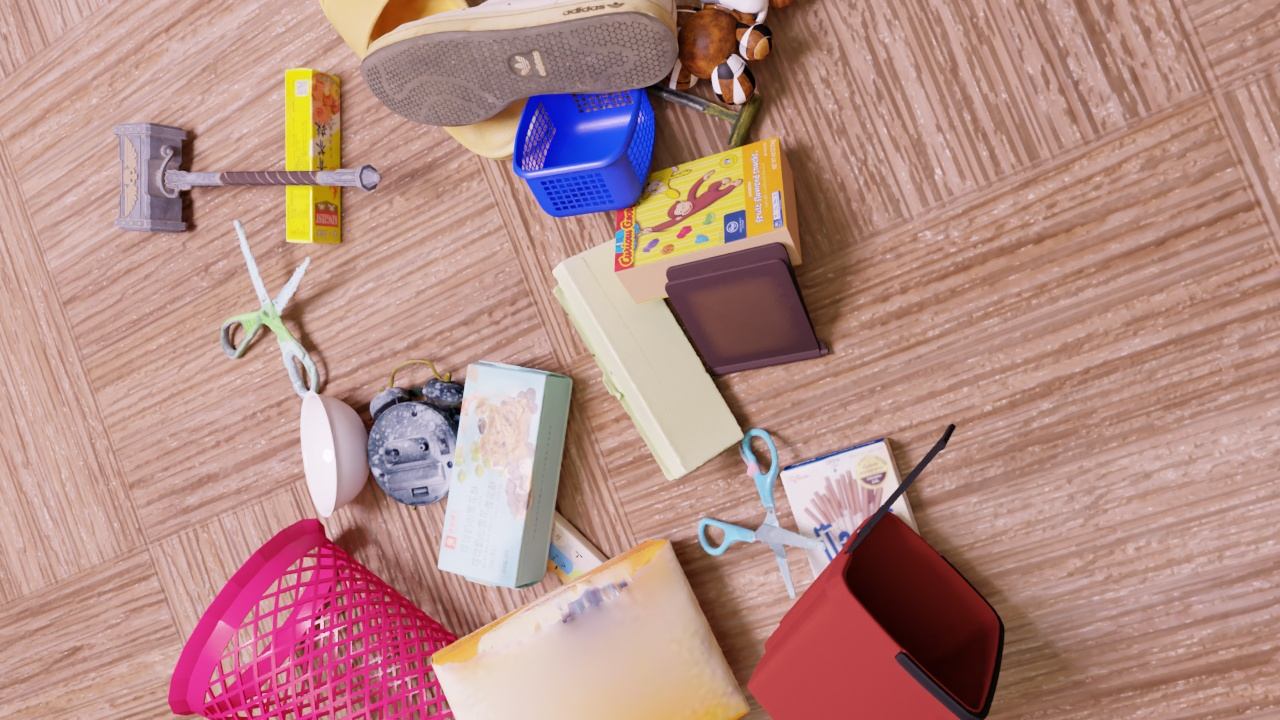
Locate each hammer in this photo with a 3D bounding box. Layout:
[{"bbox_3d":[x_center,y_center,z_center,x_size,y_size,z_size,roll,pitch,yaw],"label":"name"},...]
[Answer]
[{"bbox_3d":[-0.342,-0.157,0.792,0.323,0.044,0.098,6,97,30],"label":"hammer"}]

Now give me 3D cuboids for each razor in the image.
[{"bbox_3d":[0.037,-0.198,0.700,0.106,0.026,0.042,26,105,20],"label":"razor"}]

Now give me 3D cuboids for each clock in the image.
[{"bbox_3d":[-0.186,0.063,0.783,0.090,0.052,0.129,-11,92,20],"label":"clock"}]

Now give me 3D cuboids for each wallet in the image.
[{"bbox_3d":[0.078,-0.032,0.664,0.092,0.116,0.018,-11,49,19],"label":"wallet"}]

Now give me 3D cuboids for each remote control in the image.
[{"bbox_3d":[-0.045,0.174,0.762,0.125,0.018,0.038,42,106,10],"label":"remote control"}]

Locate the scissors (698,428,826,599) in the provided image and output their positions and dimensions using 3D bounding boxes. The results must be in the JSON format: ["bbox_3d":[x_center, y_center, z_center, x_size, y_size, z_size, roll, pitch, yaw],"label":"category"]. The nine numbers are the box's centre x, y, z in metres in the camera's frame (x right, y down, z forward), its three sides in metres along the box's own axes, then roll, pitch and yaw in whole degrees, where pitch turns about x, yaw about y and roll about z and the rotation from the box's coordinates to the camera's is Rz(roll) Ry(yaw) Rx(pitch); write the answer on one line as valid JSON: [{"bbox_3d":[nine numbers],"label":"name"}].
[{"bbox_3d":[0.082,0.123,0.687,0.126,0.015,0.136,-44,40,35],"label":"scissors"}]

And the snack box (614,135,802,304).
[{"bbox_3d":[0.048,-0.101,0.669,0.126,0.040,0.088,-13,54,20],"label":"snack box"}]

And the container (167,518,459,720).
[{"bbox_3d":[-0.230,0.267,0.762,0.226,0.183,0.183,29,103,7],"label":"container"}]

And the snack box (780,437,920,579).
[{"bbox_3d":[0.166,0.140,0.680,0.082,0.026,0.150,-18,88,20],"label":"snack box"}]

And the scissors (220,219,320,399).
[{"bbox_3d":[-0.327,-0.039,0.824,0.172,0.023,0.168,-35,88,38],"label":"scissors"}]

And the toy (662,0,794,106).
[{"bbox_3d":[0.065,-0.248,0.660,0.087,0.067,0.112,25,72,27],"label":"toy"}]

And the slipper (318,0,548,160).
[{"bbox_3d":[-0.184,-0.264,0.741,0.263,0.078,0.100,45,107,9],"label":"slipper"}]

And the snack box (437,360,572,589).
[{"bbox_3d":[-0.109,0.091,0.745,0.075,0.053,0.174,8,88,24],"label":"snack box"}]

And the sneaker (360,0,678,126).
[{"bbox_3d":[-0.088,-0.242,0.666,0.242,0.089,0.102,-3,61,16],"label":"sneaker"}]

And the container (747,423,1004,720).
[{"bbox_3d":[0.174,0.156,0.586,0.127,0.147,0.201,44,117,12],"label":"container"}]

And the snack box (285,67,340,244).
[{"bbox_3d":[-0.287,-0.176,0.804,0.029,0.040,0.148,4,96,19],"label":"snack box"}]

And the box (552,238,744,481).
[{"bbox_3d":[0.005,-0.003,0.712,0.077,0.089,0.188,-30,83,-12],"label":"box"}]

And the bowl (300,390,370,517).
[{"bbox_3d":[-0.263,0.079,0.805,0.110,0.040,0.110,14,107,55],"label":"bowl"}]

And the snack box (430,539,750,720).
[{"bbox_3d":[-0.037,0.239,0.682,0.195,0.081,0.145,-25,85,-16],"label":"snack box"}]

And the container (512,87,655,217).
[{"bbox_3d":[-0.038,-0.163,0.686,0.096,0.058,0.114,-5,55,19],"label":"container"}]
